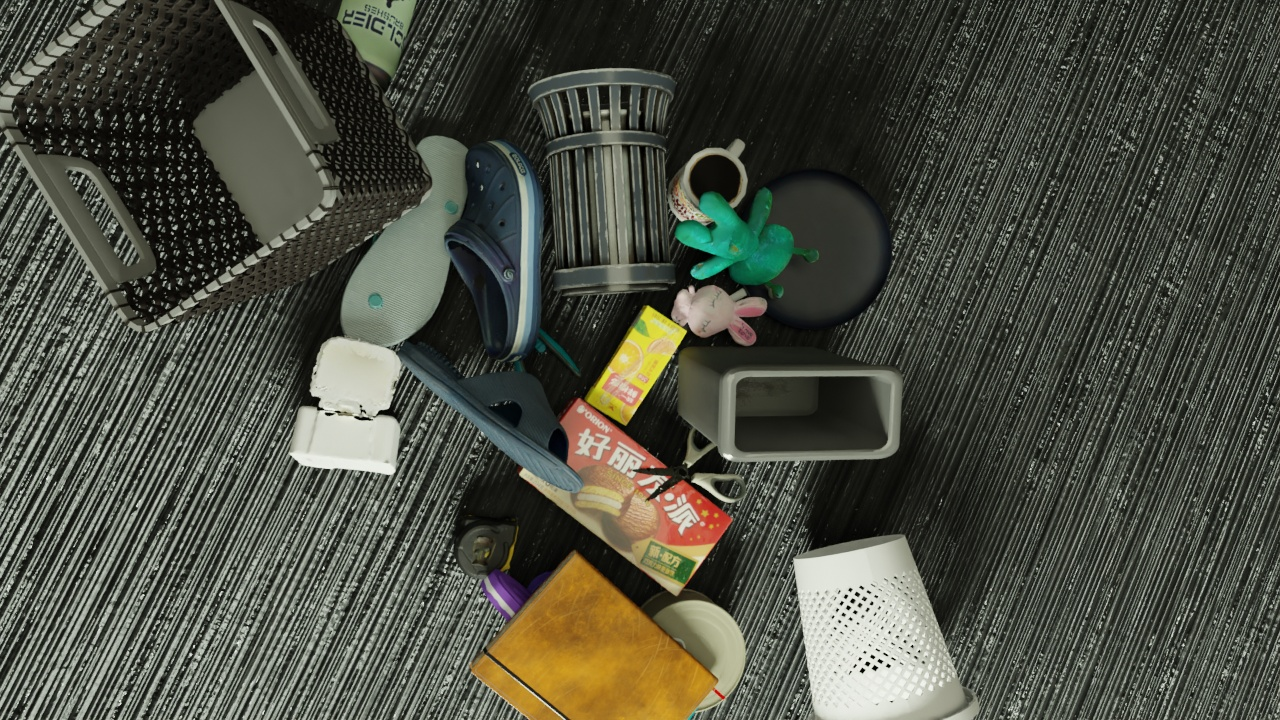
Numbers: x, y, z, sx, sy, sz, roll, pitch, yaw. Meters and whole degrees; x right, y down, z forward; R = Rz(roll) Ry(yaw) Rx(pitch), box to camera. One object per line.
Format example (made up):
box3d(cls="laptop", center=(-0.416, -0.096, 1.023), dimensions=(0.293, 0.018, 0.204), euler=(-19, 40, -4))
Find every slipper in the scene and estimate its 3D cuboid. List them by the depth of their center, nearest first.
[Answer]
box3d(cls="slipper", center=(-0.152, 0.041, 1.002), dimensions=(0.263, 0.101, 0.082), euler=(35, 75, 19))
box3d(cls="slipper", center=(-0.165, -0.124, 1.014), dimensions=(0.095, 0.105, 0.252), euler=(-4, 87, -32))
box3d(cls="slipper", center=(-0.061, 0.312, 1.041), dimensions=(0.084, 0.107, 0.266), euler=(-42, 102, -7))
box3d(cls="slipper", center=(-0.257, -0.129, 1.050), dimensions=(0.098, 0.055, 0.268), euler=(23, 74, -11))

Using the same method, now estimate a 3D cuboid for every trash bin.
box3d(cls="trash bin", center=(0.153, 0.040, 1.019), dimensions=(0.191, 0.220, 0.097), euler=(0, 97, -10))
box3d(cls="trash bin", center=(-0.036, -0.190, 1.031), dimensions=(0.164, 0.164, 0.227), euler=(-4, 93, -10))
box3d(cls="trash bin", center=(0.267, 0.316, 1.068), dimensions=(0.195, 0.196, 0.199), euler=(-11, 81, -10))

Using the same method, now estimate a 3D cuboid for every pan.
box3d(cls="pan", center=(0.146, -0.096, 1.128), dimensions=(0.356, 0.021, 0.199), euler=(-31, 94, -6))

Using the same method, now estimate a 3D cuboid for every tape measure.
box3d(cls="tape measure", center=(-0.179, 0.213, 1.055), dimensions=(0.071, 0.042, 0.072), euler=(7, 90, -13))

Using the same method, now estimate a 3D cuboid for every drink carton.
box3d(cls="drink carton", center=(-0.006, 0.006, 1.082), dimensions=(0.058, 0.043, 0.134), euler=(33, 89, -8))

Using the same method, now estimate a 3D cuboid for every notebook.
box3d(cls="notebook", center=(-0.045, 0.349, 0.991), dimensions=(0.178, 0.014, 0.249), euler=(-47, 107, -9))

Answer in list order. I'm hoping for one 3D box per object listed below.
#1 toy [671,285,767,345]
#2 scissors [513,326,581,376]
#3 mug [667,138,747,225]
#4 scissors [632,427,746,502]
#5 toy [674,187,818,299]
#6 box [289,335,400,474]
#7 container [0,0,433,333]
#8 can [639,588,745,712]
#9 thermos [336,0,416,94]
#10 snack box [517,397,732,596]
box3d(cls="toy", center=(0.094, -0.056, 1.090), dimensions=(0.110, 0.047, 0.063), euler=(11, 92, -11))
box3d(cls="scissors", center=(-0.131, -0.016, 1.079), dimensions=(0.156, 0.019, 0.124), euler=(22, 84, -7))
box3d(cls="mug", center=(0.086, -0.215, 1.084), dimensions=(0.073, 0.089, 0.105), euler=(36, 83, -7))
box3d(cls="scissors", center=(0.060, 0.124, 1.067), dimensions=(0.158, 0.013, 0.161), euler=(29, 46, -20))
box3d(cls="toy", center=(0.121, -0.130, 1.052), dimensions=(0.193, 0.072, 0.131), euler=(21, 119, -43))
box3d(cls="box", center=(-0.315, 0.046, 0.997), dimensions=(0.108, 0.129, 0.136), euler=(5, 74, -9))
box3d(cls="container", center=(-0.383, -0.202, 0.889), dimensions=(0.246, 0.243, 0.247), euler=(-29, 94, 16))
box3d(cls="can", center=(0.052, 0.336, 1.075), dimensions=(0.127, 0.073, 0.127), euler=(0, 89, -10))
box3d(cls="thermos", center=(-0.300, -0.386, 1.027), dimensions=(0.082, 0.082, 0.231), euler=(16, 87, -9))
box3d(cls="snack box", center=(-0.019, 0.157, 1.074), dimensions=(0.236, 0.060, 0.113), euler=(39, 81, -7))
